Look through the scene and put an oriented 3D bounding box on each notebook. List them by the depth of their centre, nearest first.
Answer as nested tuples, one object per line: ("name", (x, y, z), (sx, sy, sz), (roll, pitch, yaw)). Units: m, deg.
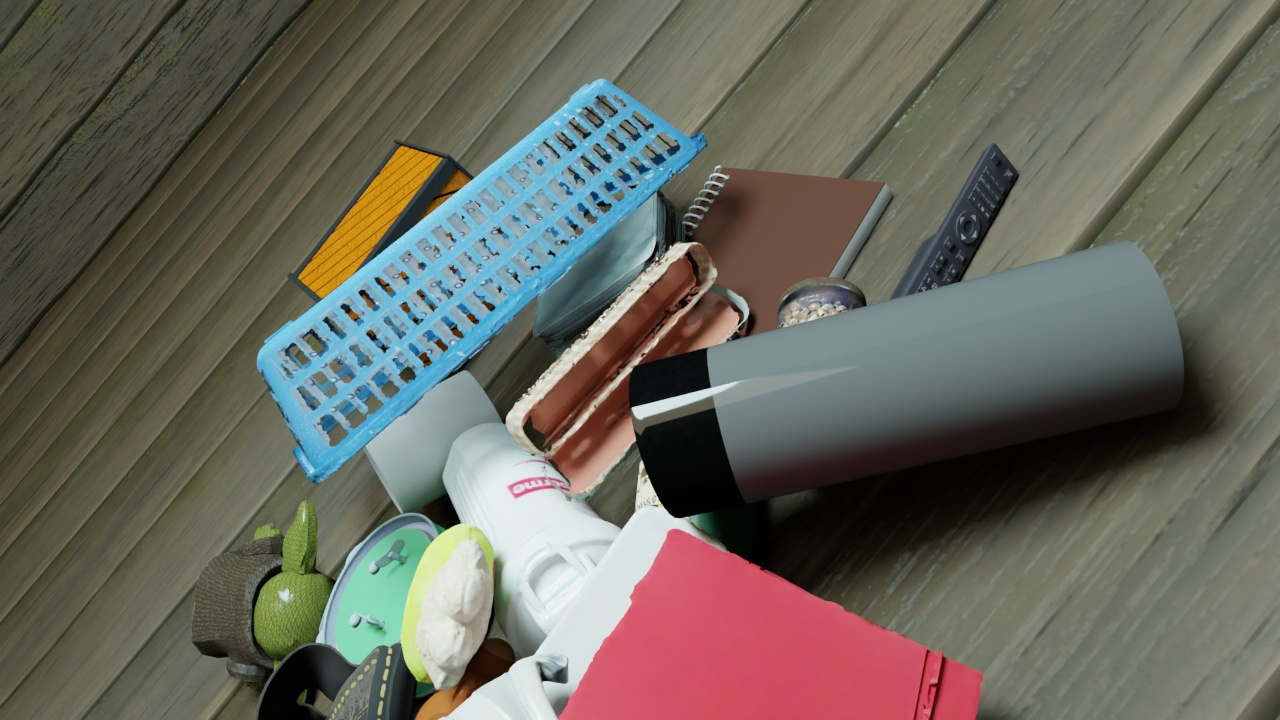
("notebook", (0.063, -0.051, 0.676), (0.172, 0.022, 0.209), (20, 74, 49))

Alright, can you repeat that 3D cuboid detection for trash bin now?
("trash bin", (-0.213, -0.094, 0.886), (0.171, 0.139, 0.140), (-54, 38, -6))

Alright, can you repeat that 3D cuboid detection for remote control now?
("remote control", (0.188, -0.071, 0.560), (0.136, 0.032, 0.015), (-58, 27, -11))

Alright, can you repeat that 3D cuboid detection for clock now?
("clock", (-0.188, 0.181, 0.682), (0.162, 0.075, 0.121), (-14, 49, 37))

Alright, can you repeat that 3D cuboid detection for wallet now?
("wallet", (-0.022, -0.065, 0.706), (0.132, 0.054, 0.100), (-37, 35, 31))

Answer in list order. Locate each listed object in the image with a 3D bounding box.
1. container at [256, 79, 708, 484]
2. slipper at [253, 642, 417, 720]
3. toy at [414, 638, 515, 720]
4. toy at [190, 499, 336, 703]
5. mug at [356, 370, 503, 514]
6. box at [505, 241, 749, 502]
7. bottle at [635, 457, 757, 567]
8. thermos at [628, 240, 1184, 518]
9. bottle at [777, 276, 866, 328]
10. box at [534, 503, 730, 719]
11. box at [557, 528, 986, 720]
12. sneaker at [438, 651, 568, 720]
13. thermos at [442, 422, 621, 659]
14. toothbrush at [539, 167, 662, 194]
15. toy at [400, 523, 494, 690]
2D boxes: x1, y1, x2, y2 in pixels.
("container", (-0.144, -0.070, 0.708), (0.361, 0.089, 0.258), (-44, 14, -18))
("slipper", (-0.218, 0.255, 0.598), (0.269, 0.075, 0.112), (-48, 31, 41))
("toy", (-0.097, 0.211, 0.529), (0.065, 0.128, 0.095), (26, 83, 7))
("toy", (-0.313, 0.210, 0.777), (0.153, 0.078, 0.179), (-5, 80, 37))
("mug", (-0.165, 0.071, 0.739), (0.096, 0.112, 0.078), (-30, 78, -19))
("box", (-0.004, 0.004, 0.592), (0.186, 0.083, 0.042), (-48, 27, -22))
("bottle", (0.035, 0.074, 0.555), (0.061, 0.061, 0.131), (-18, 52, 36))
("thermos", (0.121, 0.013, 0.452), (0.241, 0.082, 0.082), (-15, 46, 11))
("bottle", (0.111, 0.007, 0.550), (0.056, 0.056, 0.105), (-21, 46, 31))
("box", (-0.005, 0.188, 0.471), (0.209, 0.129, 0.036), (-54, -6, -6))
("box", (0.030, 0.179, 0.353), (0.165, 0.153, 0.213), (-17, 24, 38))
("sneaker", (0.011, 0.225, 0.395), (0.242, 0.090, 0.090), (38, 55, 21))
("thermos", (-0.072, 0.117, 0.609), (0.099, 0.099, 0.220), (-50, 34, -1))
("toothbrush", (-0.042, -0.171, 0.883), (0.189, 0.017, 0.016), (-2, 56, 44))
("toy", (-0.106, 0.138, 0.512), (0.115, 0.046, 0.092), (166, 121, -72))
